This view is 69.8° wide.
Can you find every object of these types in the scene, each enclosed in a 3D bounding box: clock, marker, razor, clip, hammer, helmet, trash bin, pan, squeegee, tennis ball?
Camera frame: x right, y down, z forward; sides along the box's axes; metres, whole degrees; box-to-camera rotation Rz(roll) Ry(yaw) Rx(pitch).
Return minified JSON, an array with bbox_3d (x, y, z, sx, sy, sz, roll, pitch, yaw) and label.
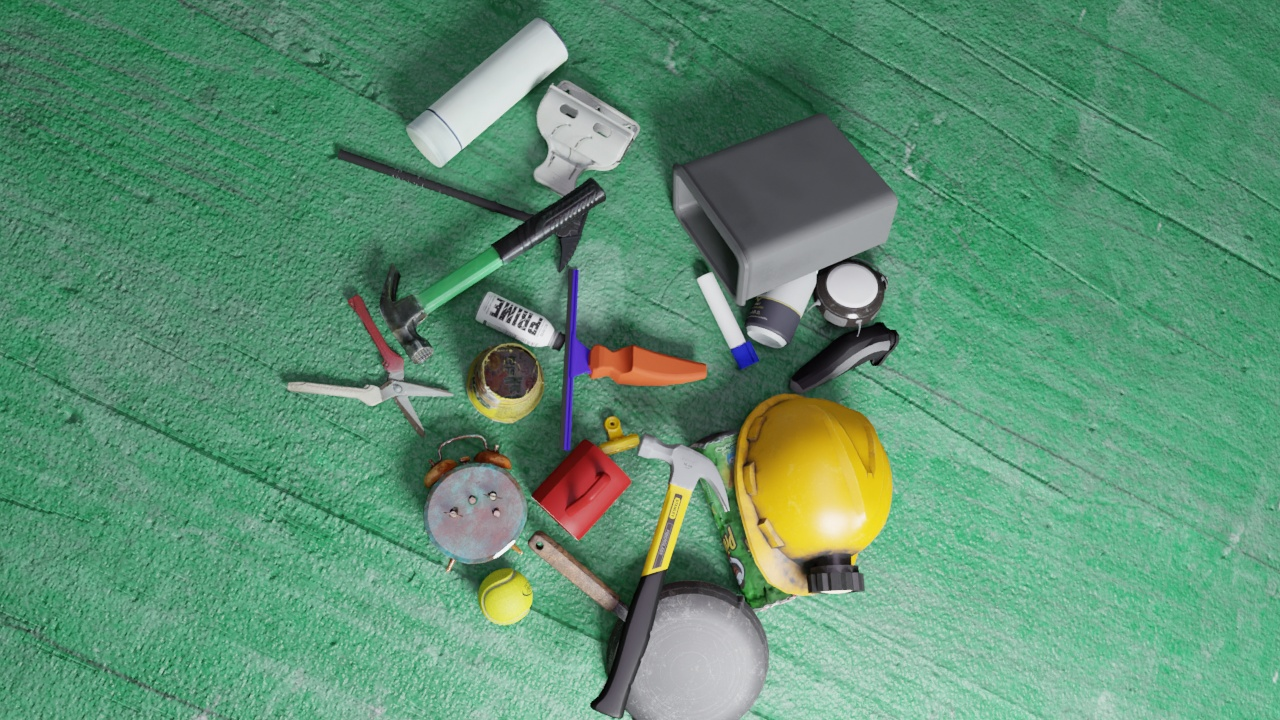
[{"bbox_3d":[0.281,-0.095,1.224,0.091,0.044,0.122,27,68,12],"label":"clock"},{"bbox_3d":[-0.203,0.167,1.112,0.121,0.073,0.157,-12,84,-10],"label":"clock"},{"bbox_3d":[0.115,-0.053,1.213,0.027,0.023,0.133,-27,87,30],"label":"marker"},{"bbox_3d":[0.266,-0.002,1.220,0.156,0.057,0.060,-21,118,-11],"label":"razor"},{"bbox_3d":[-0.081,-0.288,1.188,0.126,0.110,0.150,30,69,-2],"label":"clip"},{"bbox_3d":[-0.181,-0.132,1.148,0.318,0.032,0.130,-35,65,-10],"label":"hammer"},{"bbox_3d":[0.231,0.151,1.114,0.205,0.132,0.255,9,70,-30],"label":"helmet"},{"bbox_3d":[0.179,-0.199,1.175,0.219,0.098,0.191,-23,59,-12],"label":"trash bin"},{"bbox_3d":[0.000,0.322,1.111,0.357,0.040,0.208,39,94,-7],"label":"pan"},{"bbox_3d":[-0.007,0.007,1.172,0.184,0.055,0.249,5,65,-8],"label":"squeegee"},{"bbox_3d":[-0.233,-0.207,1.186,0.325,0.015,0.095,18,81,-5],"label":"hammer"},{"bbox_3d":[0.014,0.257,1.083,0.127,0.029,0.323,19,77,-2],"label":"hammer"},{"bbox_3d":[-0.031,0.098,1.176,0.054,0.048,0.046,-17,128,-10],"label":"clip"},{"bbox_3d":[-0.163,0.284,1.106,0.065,0.065,0.065,1,82,-9],"label":"tennis ball"}]

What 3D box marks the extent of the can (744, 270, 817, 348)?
[{"bbox_3d":[0.188,-0.084,1.209,0.064,0.064,0.127,26,80,-5],"label":"can"}]

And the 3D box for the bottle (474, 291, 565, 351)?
[{"bbox_3d":[-0.150,-0.046,1.164,0.116,0.041,0.041,25,80,-5],"label":"bottle"}]

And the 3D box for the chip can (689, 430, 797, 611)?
[{"bbox_3d":[0.130,0.198,1.159,0.075,0.075,0.223,-21,87,-11],"label":"chip can"}]

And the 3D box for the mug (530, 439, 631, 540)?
[{"bbox_3d":[-0.070,0.157,1.111,0.080,0.116,0.096,45,78,-6],"label":"mug"}]

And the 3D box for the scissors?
[{"bbox_3d":[-0.342,0.020,1.139,0.179,0.015,0.199,-24,88,-12],"label":"scissors"}]

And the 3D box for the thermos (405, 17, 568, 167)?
[{"bbox_3d":[-0.196,-0.345,1.182,0.229,0.068,0.068,-44,91,-12],"label":"thermos"}]

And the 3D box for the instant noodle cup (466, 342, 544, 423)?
[{"bbox_3d":[-0.162,0.022,1.118,0.102,0.108,0.102,2,81,-11],"label":"instant noodle cup"}]
